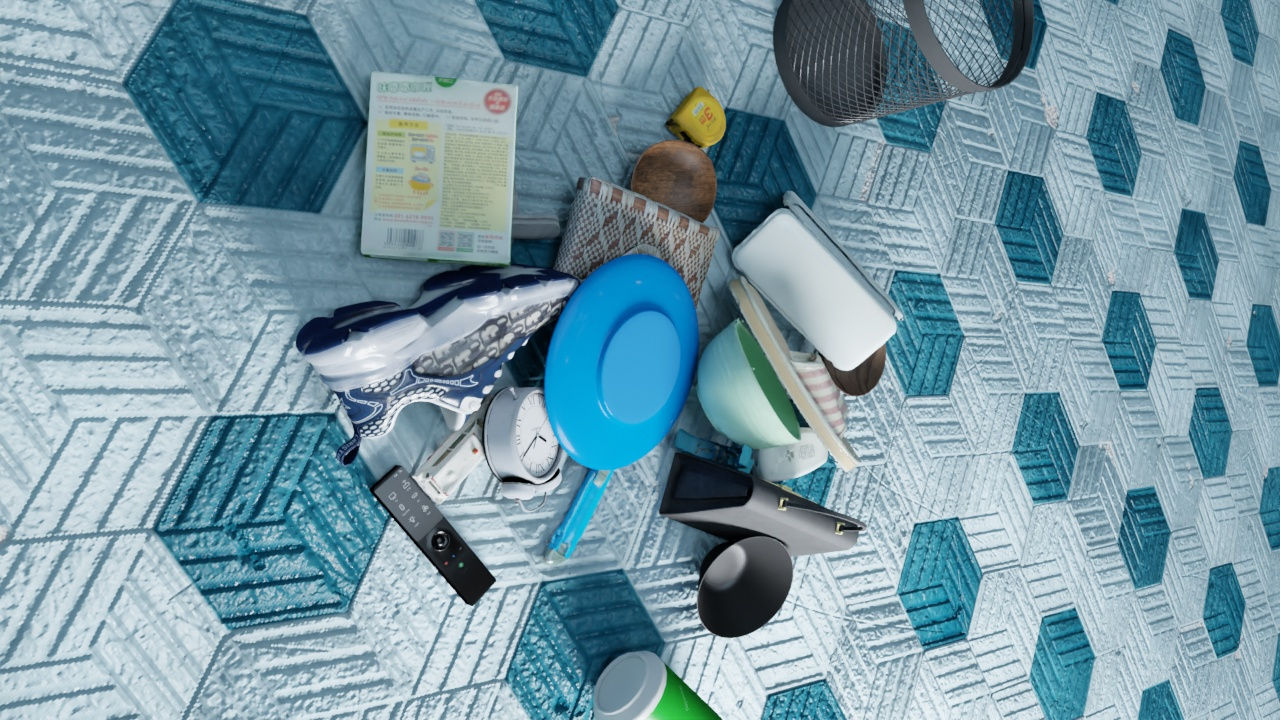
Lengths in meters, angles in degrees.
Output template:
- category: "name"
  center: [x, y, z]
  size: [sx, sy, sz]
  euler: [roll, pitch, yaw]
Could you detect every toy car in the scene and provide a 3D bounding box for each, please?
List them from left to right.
- category: "toy car"
  center: [-0.159, 0.081, 0.854]
  size: [0.112, 0.039, 0.039]
  euler: [-49, 115, -31]

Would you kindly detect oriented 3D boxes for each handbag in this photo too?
- category: "handbag"
  center: [0.000, -0.108, 0.968]
  size: [0.185, 0.047, 0.124]
  euler: [16, 89, -35]
- category: "handbag"
  center: [0.153, 0.163, 0.980]
  size: [0.175, 0.196, 0.072]
  euler: [26, 72, -32]

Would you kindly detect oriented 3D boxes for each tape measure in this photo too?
- category: "tape measure"
  center: [0.068, -0.273, 1.047]
  size: [0.059, 0.030, 0.068]
  euler: [45, 66, -25]

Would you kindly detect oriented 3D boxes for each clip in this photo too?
- category: "clip"
  center: [0.081, 0.102, 1.018]
  size: [0.120, 0.122, 0.033]
  euler: [15, 79, -2]

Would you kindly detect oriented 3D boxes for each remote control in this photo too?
- category: "remote control"
  center: [-0.189, 0.162, 0.846]
  size: [0.034, 0.013, 0.150]
  euler: [-45, 112, -29]
- category: "remote control"
  center: [0.180, 0.111, 1.106]
  size: [0.114, 0.028, 0.060]
  euler: [-11, 92, -36]

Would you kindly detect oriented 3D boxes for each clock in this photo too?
- category: "clock"
  center: [-0.107, 0.083, 0.873]
  size: [0.094, 0.035, 0.122]
  euler: [-13, 97, -63]

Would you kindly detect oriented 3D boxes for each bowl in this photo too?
- category: "bowl"
  center: [0.031, -0.192, 1.015]
  size: [0.114, 0.026, 0.102]
  euler: [0, 102, -33]
- category: "bowl"
  center: [0.104, 0.240, 1.020]
  size: [0.124, 0.052, 0.124]
  euler: [-9, 111, -24]
- category: "bowl"
  center: [0.110, 0.037, 1.012]
  size: [0.151, 0.077, 0.150]
  euler: [55, 16, -24]
- category: "bowl"
  center: [0.262, -0.013, 1.171]
  size: [0.119, 0.032, 0.119]
  euler: [3, 86, -36]

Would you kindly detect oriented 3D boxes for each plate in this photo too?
- category: "plate"
  center: [-0.006, 0.006, 0.928]
  size: [0.223, 0.024, 0.224]
  euler: [-18, 115, -44]

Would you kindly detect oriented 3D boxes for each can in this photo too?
- category: "can"
  center: [0.021, 0.368, 0.940]
  size: [0.140, 0.088, 0.087]
  euler: [49, 62, -23]

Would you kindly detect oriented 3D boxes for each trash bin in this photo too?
- category: "trash bin"
  center: [0.308, -0.404, 1.106]
  size: [0.217, 0.228, 0.217]
  euler: [3, 86, -36]

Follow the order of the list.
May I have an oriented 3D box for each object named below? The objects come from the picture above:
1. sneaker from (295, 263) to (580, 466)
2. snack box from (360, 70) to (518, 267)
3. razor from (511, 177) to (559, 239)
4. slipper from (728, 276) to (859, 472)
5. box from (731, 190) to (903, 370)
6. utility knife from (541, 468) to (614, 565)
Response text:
- category: "sneaker"
  center: [-0.166, -0.004, 0.836]
  size: [0.268, 0.103, 0.132]
  euler: [-23, 115, -34]
- category: "snack box"
  center: [-0.181, -0.172, 0.833]
  size: [0.132, 0.027, 0.168]
  euler: [3, 85, -9]
- category: "razor"
  center: [-0.131, -0.175, 0.895]
  size: [0.088, 0.047, 0.116]
  euler: [-6, 83, -36]
- category: "slipper"
  center: [0.188, 0.009, 1.065]
  size: [0.052, 0.115, 0.263]
  euler: [-32, 98, 13]
- category: "box"
  center: [0.214, -0.094, 1.113]
  size: [0.210, 0.105, 0.129]
  euler: [47, 20, -4]
- category: "utility knife"
  center: [-0.042, 0.116, 0.955]
  size: [0.031, 0.015, 0.219]
  euler: [40, 64, -32]
